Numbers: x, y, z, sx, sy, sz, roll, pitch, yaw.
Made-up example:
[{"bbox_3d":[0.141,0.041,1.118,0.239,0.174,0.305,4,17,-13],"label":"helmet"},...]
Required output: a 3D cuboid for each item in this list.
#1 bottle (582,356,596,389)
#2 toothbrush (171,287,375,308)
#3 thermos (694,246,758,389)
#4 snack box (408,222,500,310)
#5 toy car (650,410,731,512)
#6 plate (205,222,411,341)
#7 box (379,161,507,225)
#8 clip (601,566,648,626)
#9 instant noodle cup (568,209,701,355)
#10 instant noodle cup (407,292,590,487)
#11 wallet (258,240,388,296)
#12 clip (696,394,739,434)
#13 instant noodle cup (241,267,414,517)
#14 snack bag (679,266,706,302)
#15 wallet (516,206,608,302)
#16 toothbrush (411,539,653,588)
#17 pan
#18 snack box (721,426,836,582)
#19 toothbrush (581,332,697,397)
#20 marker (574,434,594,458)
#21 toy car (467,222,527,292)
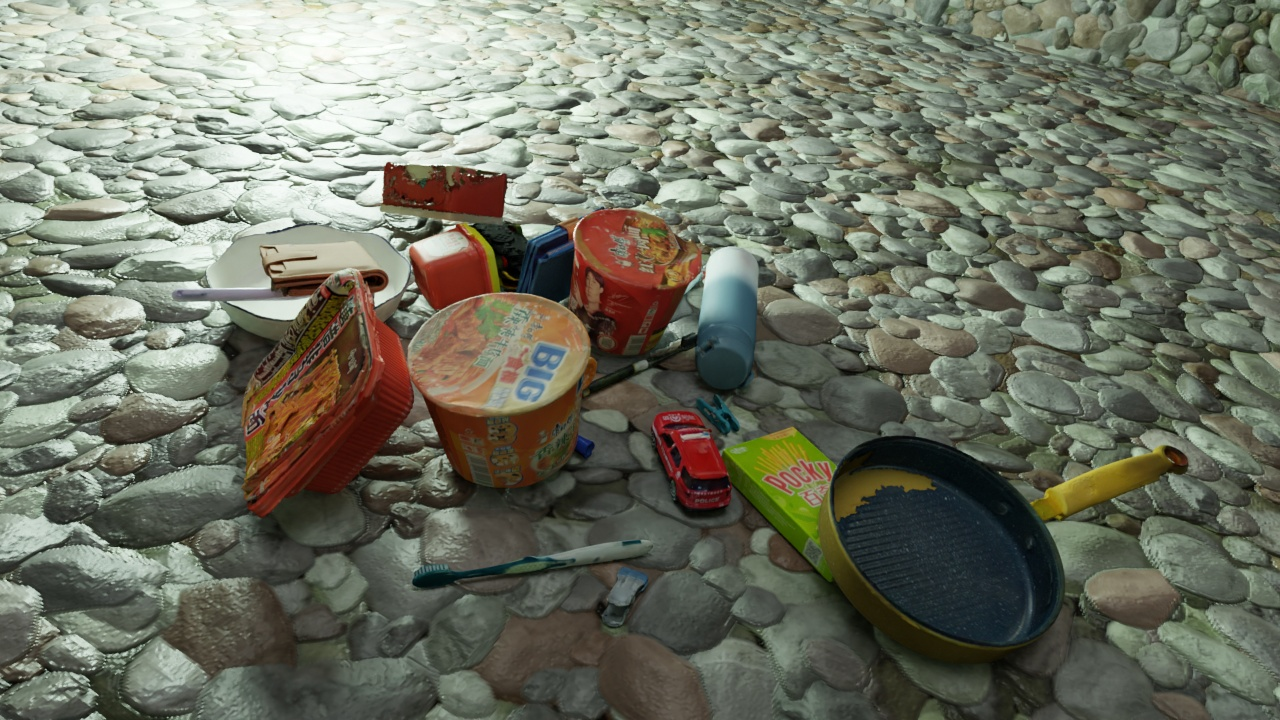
[{"bbox_3d":[-0.095,-0.007,0.909,0.108,0.063,0.063,26,38,27],"label":"bottle"},{"bbox_3d":[-0.358,-0.064,0.900,0.189,0.021,0.029,0,67,-10],"label":"toothbrush"},{"bbox_3d":[0.098,-0.049,1.014,0.070,0.070,0.219,9,35,2],"label":"thermos"},{"bbox_3d":[-0.208,-0.103,1.016,0.080,0.082,0.091,-18,34,-20],"label":"snack box"},{"bbox_3d":[0.046,0.084,0.824,0.053,0.045,0.120,-3,33,-18],"label":"toy car"},{"bbox_3d":[-0.351,-0.082,0.986,0.205,0.046,0.204,5,33,-4],"label":"plate"},{"bbox_3d":[-0.240,-0.210,1.107,0.091,0.078,0.168,-1,11,-44],"label":"box"},{"bbox_3d":[-0.012,0.176,0.699,0.024,0.028,0.056,19,26,13],"label":"clip"},{"bbox_3d":[-0.016,-0.079,0.977,0.138,0.109,0.137,11,41,-10],"label":"instant noodle cup"},{"bbox_3d":[-0.117,0.030,0.792,0.151,0.112,0.151,0,43,0],"label":"instant noodle cup"},{"bbox_3d":[-0.318,-0.093,0.914,0.107,0.031,0.132,-6,21,-25],"label":"wallet"},{"bbox_3d":[0.077,0.053,0.903,0.041,0.014,0.056,-10,36,-24],"label":"clip"},{"bbox_3d":[-0.257,0.030,0.760,0.079,0.165,0.188,34,17,-37],"label":"instant noodle cup"},{"bbox_3d":[0.049,-0.096,1.104,0.045,0.026,0.105,32,41,17],"label":"snack bag"},{"bbox_3d":[-0.085,-0.109,1.025,0.040,0.107,0.132,36,42,18],"label":"wallet"},{"bbox_3d":[-0.081,0.156,0.718,0.191,0.016,0.018,-5,26,-18],"label":"toothbrush"},{"bbox_3d":[0.314,0.127,0.759,0.356,0.078,0.197,-7,50,-26],"label":"pan"},{"bbox_3d":[0.148,0.121,0.806,0.085,0.026,0.156,-13,39,-30],"label":"snack box"},{"bbox_3d":[-0.006,0.006,0.951,0.185,0.017,0.012,-24,48,-38],"label":"toothbrush"},{"bbox_3d":[-0.104,0.052,0.865,0.146,0.017,0.016,27,39,26],"label":"marker"},{"bbox_3d":[-0.159,-0.127,1.093,0.071,0.041,0.156,-11,34,-26],"label":"toy car"}]
